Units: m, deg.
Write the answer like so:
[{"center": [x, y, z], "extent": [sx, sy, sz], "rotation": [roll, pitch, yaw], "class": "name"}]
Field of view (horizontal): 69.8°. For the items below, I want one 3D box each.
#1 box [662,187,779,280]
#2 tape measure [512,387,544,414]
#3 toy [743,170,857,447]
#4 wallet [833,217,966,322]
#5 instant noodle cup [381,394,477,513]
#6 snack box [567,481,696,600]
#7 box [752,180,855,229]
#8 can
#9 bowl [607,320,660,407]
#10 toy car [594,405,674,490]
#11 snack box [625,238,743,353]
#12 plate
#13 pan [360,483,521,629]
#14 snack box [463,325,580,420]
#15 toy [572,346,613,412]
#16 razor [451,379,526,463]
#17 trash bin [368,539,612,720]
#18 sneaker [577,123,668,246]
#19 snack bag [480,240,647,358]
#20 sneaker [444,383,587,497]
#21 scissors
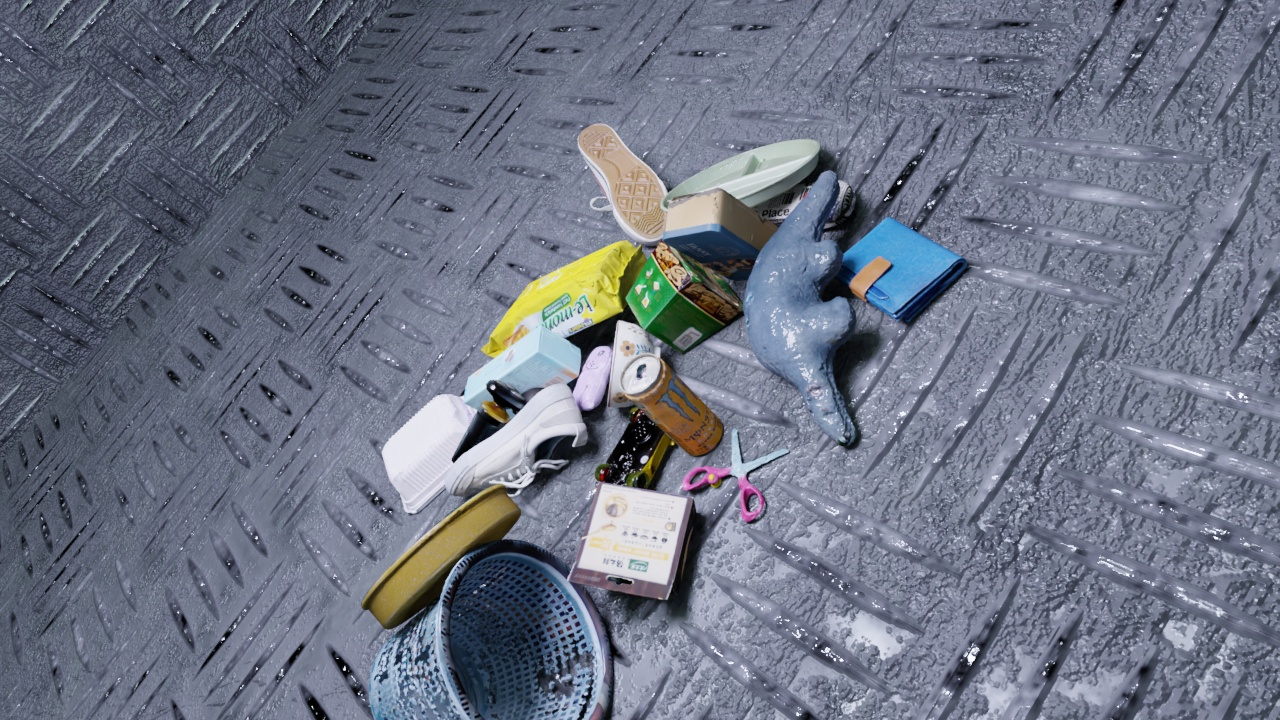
[{"center": [0.105, -0.157, 1.151], "extent": [0.090, 0.184, 0.062], "rotation": [-6, 74, 40], "class": "box"}, {"center": [-0.142, 0.067, 1.274], "extent": [0.058, 0.057, 0.039], "rotation": [-30, 45, 31], "class": "tape measure"}, {"center": [0.186, -0.060, 1.067], "extent": [0.138, 0.091, 0.355], "rotation": [-16, 58, 28], "class": "toy"}, {"center": [0.294, -0.108, 1.064], "extent": [0.106, 0.040, 0.133], "rotation": [-40, 38, 0], "class": "wallet"}, {"center": [-0.314, 0.126, 1.371], "extent": [0.173, 0.060, 0.138], "rotation": [-41, 40, 3], "class": "instant noodle cup"}, {"center": [-0.007, 0.204, 1.015], "extent": [0.113, 0.053, 0.125], "rotation": [7, 59, 15], "class": "snack box"}, {"center": [0.207, -0.195, 1.214], "extent": [0.165, 0.060, 0.072], "rotation": [-1, 77, 41], "class": "box"}, {"center": [0.037, 0.053, 1.062], "extent": [0.058, 0.146, 0.058], "rotation": [-22, 46, 24], "class": "can"}, {"center": [-0.007, 0.007, 1.186], "extent": [0.062, 0.114, 0.113], "rotation": [5, 52, -1], "class": "bowl"}, {"center": [0.001, 0.110, 1.126], "extent": [0.071, 0.041, 0.155], "rotation": [8, 62, 44], "class": "toy car"}, {"center": [0.052, -0.078, 1.200], "extent": [0.106, 0.118, 0.117], "rotation": [-48, 38, 16], "class": "snack box"}, {"center": [0.138, -0.245, 1.258], "extent": [0.230, 0.027, 0.229], "rotation": [-21, 22, 9], "class": "plate"}, {"center": [-0.219, 0.210, 1.087], "extent": [0.197, 0.357, 0.078], "rotation": [-43, 82, 0], "class": "pan"}, {"center": [-0.168, 0.022, 1.294], "extent": [0.175, 0.074, 0.051], "rotation": [-32, 40, 34], "class": "snack box"}, {"center": [-0.067, 0.029, 1.257], "extent": [0.084, 0.039, 0.107], "rotation": [-25, 41, 55], "class": "toy"}, {"center": [-0.215, 0.093, 1.271], "extent": [0.168, 0.062, 0.067], "rotation": [-53, 5, 32], "class": "razor"}, {"center": [-0.175, 0.332, 0.980], "extent": [0.196, 0.226, 0.226], "rotation": [-34, 39, 33], "class": "trash bin"}, {"center": [-0.019, -0.263, 1.424], "extent": [0.118, 0.088, 0.241], "rotation": [-32, 64, -1], "class": "sneaker"}, {"center": [-0.107, -0.089, 1.326], "extent": [0.247, 0.068, 0.157], "rotation": [-23, 20, 27], "class": "snack bag"}, {"center": [-0.162, 0.132, 1.225], "extent": [0.243, 0.089, 0.090], "rotation": [-39, 72, 27], "class": "sneaker"}, {"center": [0.108, 0.129, 1.041], "extent": [0.133, 0.017, 0.133], "rotation": [-24, 40, 18], "class": "scissors"}]
